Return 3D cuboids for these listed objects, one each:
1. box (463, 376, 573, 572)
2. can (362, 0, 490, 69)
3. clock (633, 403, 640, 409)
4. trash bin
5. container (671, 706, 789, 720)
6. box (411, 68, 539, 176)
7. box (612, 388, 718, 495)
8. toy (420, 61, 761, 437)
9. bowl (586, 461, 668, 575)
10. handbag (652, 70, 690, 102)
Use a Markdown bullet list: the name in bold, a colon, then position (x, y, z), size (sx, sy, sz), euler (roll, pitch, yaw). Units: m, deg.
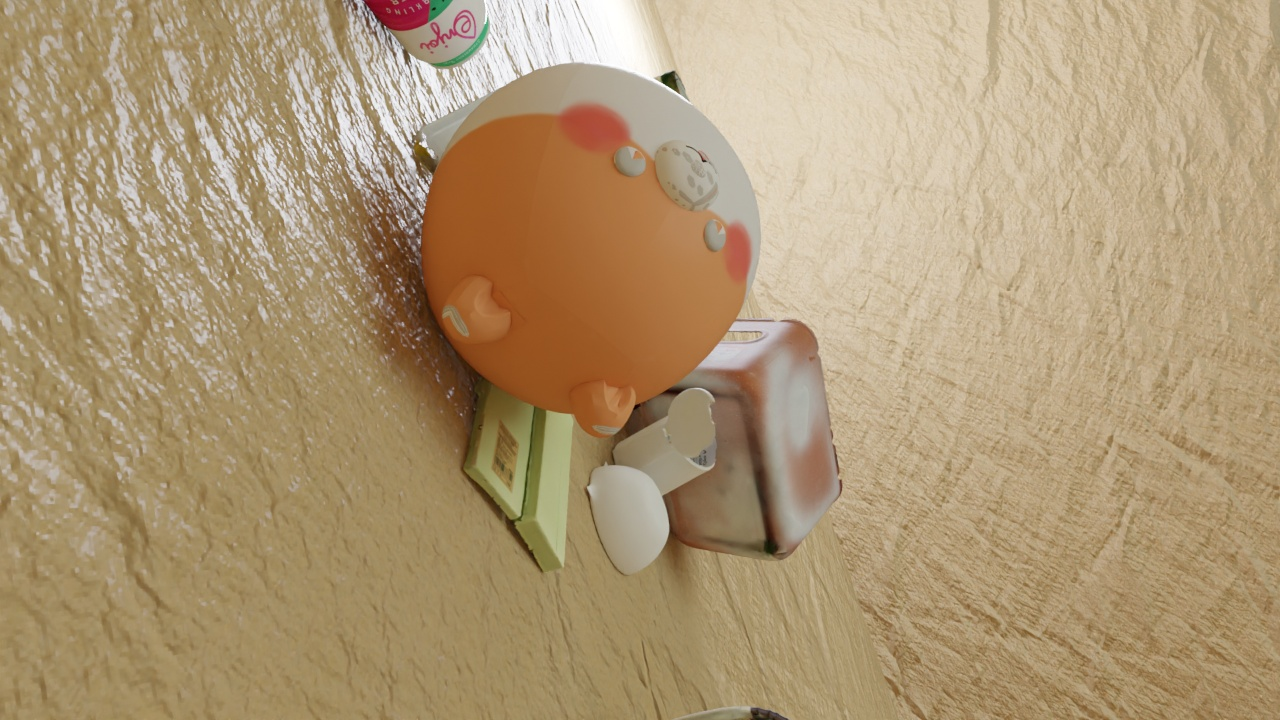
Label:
- **box**: position (-0.097, 0.067, 0.777), size (0.186, 0.030, 0.138), euler (-91, 158, -53)
- **can**: position (-0.203, -0.335, 0.793), size (0.166, 0.088, 0.088), euler (46, 28, -59)
- **clock**: position (-0.007, 0.007, 1.150), size (0.137, 0.048, 0.096), euler (51, 23, -53)
- **trash bin**: position (0.119, 0.098, 1.109), size (0.156, 0.182, 0.260), euler (-39, 123, -47)
- **container**: position (0.071, 0.379, 0.677), size (0.143, 0.185, 0.251), euler (49, 23, -77)
- **box**: position (-0.119, -0.194, 0.870), size (0.209, 0.046, 0.128), euler (-47, 121, -46)
- **box**: position (0.042, 0.093, 0.993), size (0.094, 0.166, 0.084), euler (25, 43, -44)
- **toy**: position (-0.040, -0.086, 0.714), size (0.262, 0.267, 0.279), euler (38, 47, -21)
- **bowl**: position (-0.005, 0.157, 0.942), size (0.114, 0.051, 0.114), euler (-20, 90, -76)
- **handbag**: position (-0.025, -0.286, 1.186), size (0.142, 0.199, 0.096), euler (49, 28, -60)
